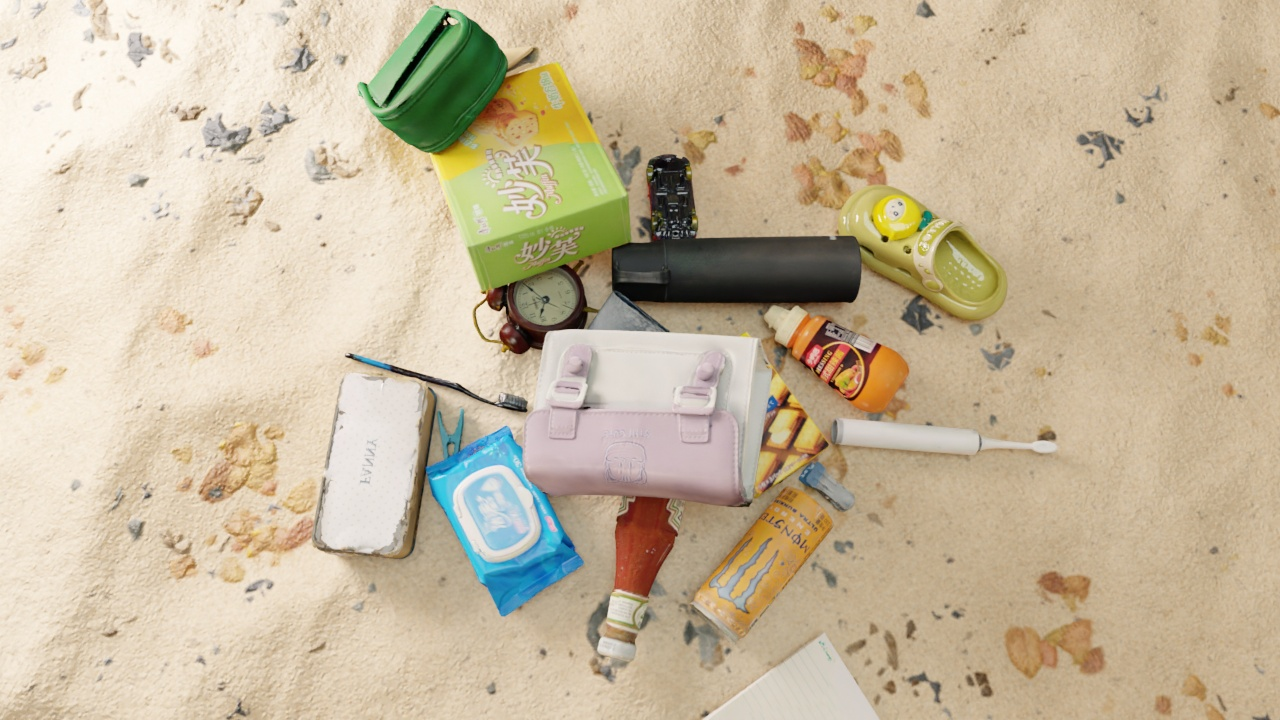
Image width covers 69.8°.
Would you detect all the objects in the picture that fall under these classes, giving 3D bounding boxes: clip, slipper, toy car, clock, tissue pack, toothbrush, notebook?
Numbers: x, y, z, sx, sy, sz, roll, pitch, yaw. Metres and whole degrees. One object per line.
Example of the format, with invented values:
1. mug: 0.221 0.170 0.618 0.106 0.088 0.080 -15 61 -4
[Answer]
1. clip: 0.183 0.124 0.887 0.058 0.045 0.027 42 73 -1
2. slipper: 0.295 -0.118 0.929 0.190 0.082 0.091 35 73 4
3. toy car: 0.032 -0.167 0.953 0.049 0.031 0.106 -3 67 -4
4. clock: -0.104 -0.051 0.901 0.122 0.055 0.082 -18 77 -10
5. clip: -0.182 0.074 0.885 0.039 0.014 0.055 -5 76 -3
6. tissue pack: -0.127 0.146 0.848 0.095 0.052 0.157 -28 78 -10
7. toothbrush: 0.299 0.078 0.901 0.221 0.026 0.026 4 85 -2
8. toothbrush: -0.200 0.019 0.900 0.189 0.014 0.016 17 73 3
9. notebook: 0.122 0.363 0.809 0.208 0.012 0.150 -31 82 -16

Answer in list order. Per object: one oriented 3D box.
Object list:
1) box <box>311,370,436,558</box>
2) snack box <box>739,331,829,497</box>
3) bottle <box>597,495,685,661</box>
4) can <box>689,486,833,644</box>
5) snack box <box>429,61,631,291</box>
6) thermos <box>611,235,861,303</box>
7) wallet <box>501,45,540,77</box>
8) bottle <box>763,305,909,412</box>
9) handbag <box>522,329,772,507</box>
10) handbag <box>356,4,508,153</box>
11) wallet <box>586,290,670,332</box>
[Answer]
1. box: -0.245 0.091 0.856 0.090 0.060 0.184 8 72 -1
2. snack box: 0.107 0.052 0.896 0.086 0.034 0.140 -33 77 -11
3. bottle: 0.002 0.170 0.845 0.060 0.060 0.205 14 75 1
4. can: 0.113 0.187 0.845 0.058 0.058 0.145 41 76 8
5. snack box: -0.116 -0.186 0.902 0.157 0.070 0.210 -20 58 -8
6. thermos: 0.093 -0.085 0.906 0.242 0.090 0.068 -2 107 -3
7. wallet: -0.172 -0.298 0.940 0.115 0.024 0.087 7 39 30
8. bottle: 0.188 -0.009 0.905 0.149 0.067 0.066 34 75 14
9. handbag: 0.006 0.050 0.807 0.197 0.098 0.144 2 72 19
10. handbag: -0.200 -0.272 0.873 0.131 0.068 0.120 -48 49 2
11. wallet: -0.005 0.005 0.887 0.121 0.019 0.097 38 113 7
